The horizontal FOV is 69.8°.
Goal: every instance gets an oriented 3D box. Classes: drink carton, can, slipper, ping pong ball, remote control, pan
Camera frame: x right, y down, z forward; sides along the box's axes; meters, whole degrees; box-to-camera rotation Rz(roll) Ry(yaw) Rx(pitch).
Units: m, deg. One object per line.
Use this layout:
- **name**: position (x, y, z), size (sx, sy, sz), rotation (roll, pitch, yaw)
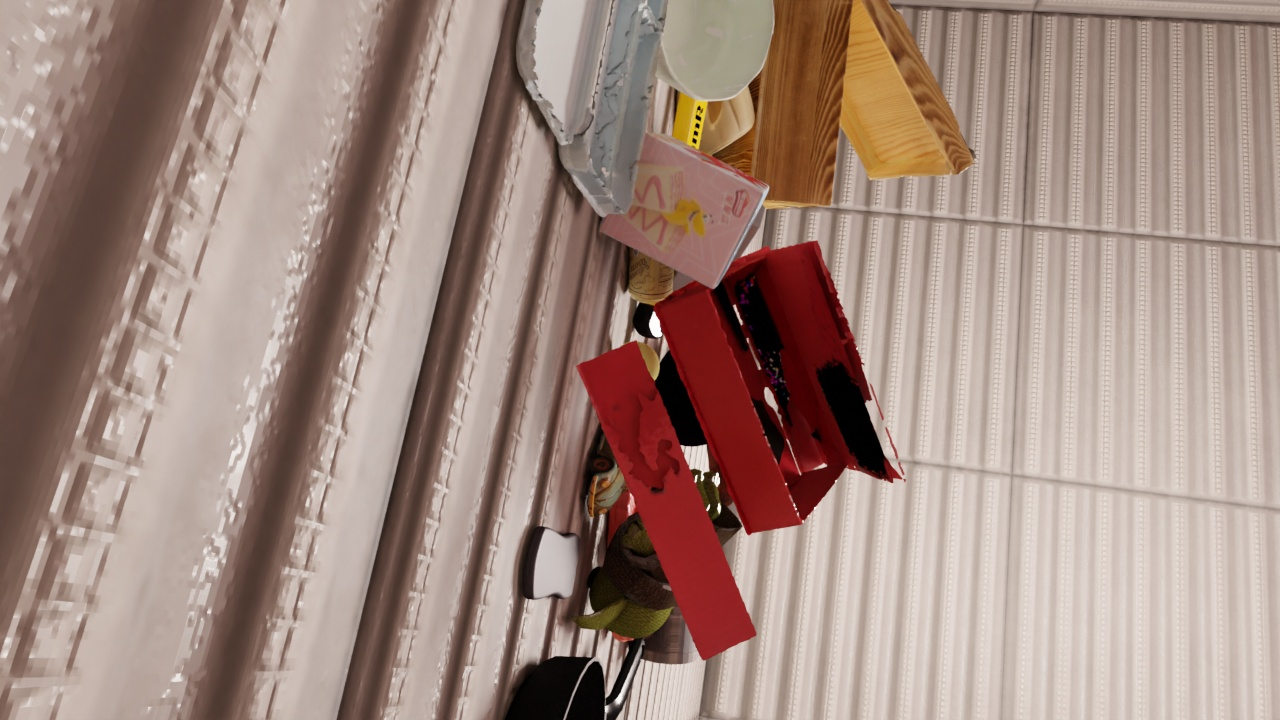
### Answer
- **drink carton**: position (0.078, -0.116, 0.982), size (0.125, 0.048, 0.076), rotation (-58, -175, 33)
- **can**: position (0.009, -0.091, 0.768), size (0.038, 0.038, 0.080), rotation (-66, 161, -60)
- **slipper**: position (0.081, -0.251, 0.973), size (0.111, 0.079, 0.262), rotation (-76, 169, -54)
- **ping pong ball**: position (-0.004, 0.004, 0.747), size (0.040, 0.040, 0.040), rotation (8, 89, -80)
- **remote control**: position (-0.059, 0.135, 0.608), size (0.124, 0.009, 0.046), rotation (61, 37, -74)
- **slipper**: position (0.005, 0.154, 0.860), size (0.103, 0.059, 0.249), rotation (-63, 156, -63)
- **pan**: position (-0.049, 0.284, 0.668), size (0.355, 0.044, 0.204), rotation (-40, 136, -76)

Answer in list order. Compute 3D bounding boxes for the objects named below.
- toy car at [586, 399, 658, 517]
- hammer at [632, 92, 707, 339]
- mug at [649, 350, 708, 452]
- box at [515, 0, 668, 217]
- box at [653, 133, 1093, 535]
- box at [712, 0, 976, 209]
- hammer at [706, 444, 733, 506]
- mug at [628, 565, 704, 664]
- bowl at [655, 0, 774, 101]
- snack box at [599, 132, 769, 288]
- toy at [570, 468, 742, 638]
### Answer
- **toy car**: position (-0.012, 0.078, 0.732), size (0.111, 0.047, 0.047), rotation (-70, 167, -53)
- **hammer**: position (0.039, -0.179, 0.827), size (0.169, 0.034, 0.324), rotation (1, 101, -64)
- **mug**: position (0.044, 0.042, 0.990), size (0.119, 0.085, 0.100), rotation (-55, -159, 27)
- **box**: position (-0.024, -0.209, 0.533), size (0.190, 0.038, 0.208), rotation (41, 55, -69)
- **box**: position (0.224, -0.036, 0.854), size (0.465, 0.138, 0.214), rotation (-27, 98, -36)
- **box**: position (0.234, -0.318, 1.106), size (0.279, 0.264, 0.270), rotation (-118, -150, -80)
- **hammer**: position (0.078, 0.041, 1.061), size (0.300, 0.028, 0.111), rotation (-95, -164, -45)
- **mug**: position (0.025, 0.275, 1.051), size (0.116, 0.080, 0.107), rotation (-172, -93, -71)
- **bowl**: position (0.042, -0.262, 0.708), size (0.117, 0.061, 0.117), rotation (-14, 115, -34)
- **snack box**: position (0.035, -0.113, 0.674), size (0.080, 0.095, 0.092), rotation (-63, 176, 16)
- **toy**: position (0.016, 0.158, 0.756), size (0.153, 0.078, 0.179), rotation (-55, 153, 8)
